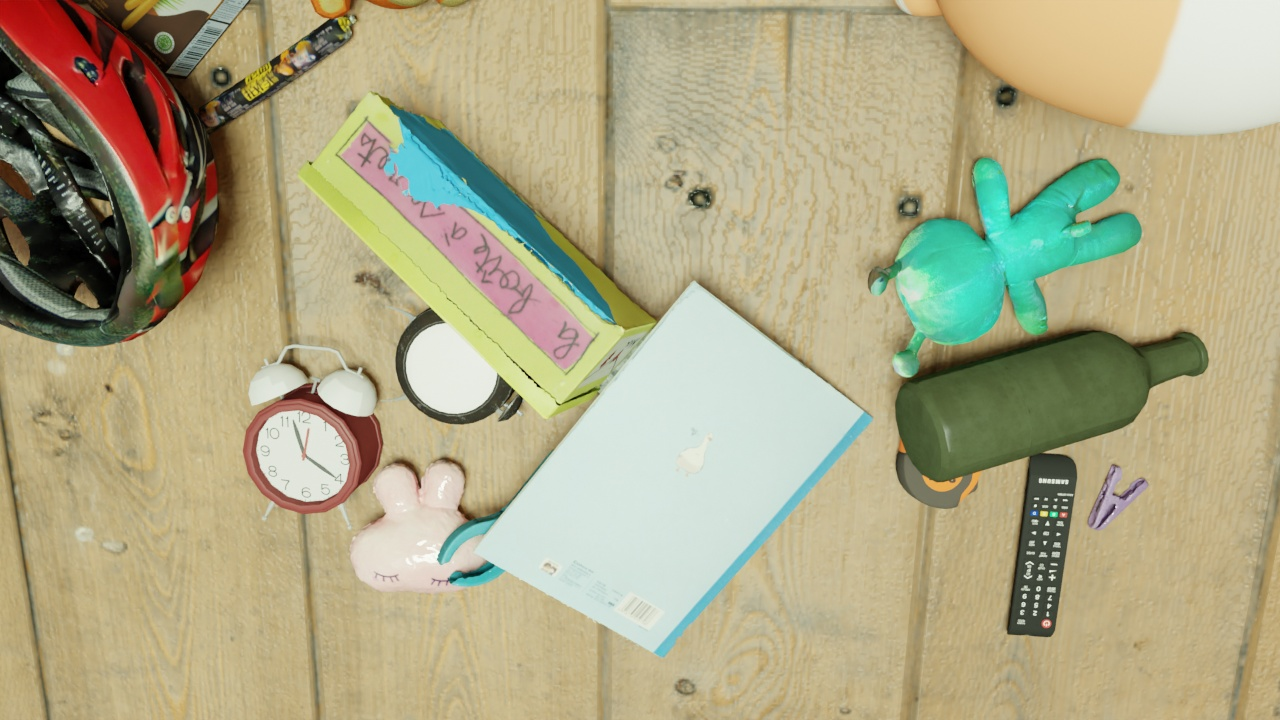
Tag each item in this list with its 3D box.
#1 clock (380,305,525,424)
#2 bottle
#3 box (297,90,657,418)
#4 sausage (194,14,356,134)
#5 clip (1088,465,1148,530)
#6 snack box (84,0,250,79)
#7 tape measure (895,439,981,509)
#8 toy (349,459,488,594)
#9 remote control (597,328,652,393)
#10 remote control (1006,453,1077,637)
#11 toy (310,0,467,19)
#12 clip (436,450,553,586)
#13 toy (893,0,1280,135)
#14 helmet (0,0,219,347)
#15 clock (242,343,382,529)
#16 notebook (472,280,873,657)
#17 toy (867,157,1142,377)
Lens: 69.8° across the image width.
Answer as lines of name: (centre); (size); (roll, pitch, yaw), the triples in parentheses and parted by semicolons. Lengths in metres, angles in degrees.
clock: (-0.129, 0.003, 0.676); (0.123, 0.043, 0.091); (8, 104, 4)
bottle: (0.281, 0.022, 0.619); (0.206, 0.071, 0.071); (-15, 102, -7)
box: (-0.101, -0.069, 0.601); (0.221, 0.124, 0.080); (41, 100, 3)
sausage: (-0.264, -0.200, 0.652); (0.155, 0.020, 0.020); (-28, 99, 11)
clip: (0.350, 0.101, 0.670); (0.045, 0.014, 0.051); (2, 101, 2)
snack box: (-0.301, -0.298, 0.626); (0.186, 0.031, 0.101); (-43, 96, 13)
tape measure: (0.216, 0.076, 0.666); (0.058, 0.038, 0.059); (3, 90, 4)
toy: (-0.169, 0.129, 0.708); (0.108, 0.053, 0.105); (-2, 91, -3)
remote control: (-0.004, 0.004, 0.672); (0.114, 0.028, 0.060); (29, 105, -2)
remote control: (0.297, 0.141, 0.683); (0.033, 0.015, 0.147); (3, 104, 5)
toy: (-0.157, -0.279, 0.587); (0.176, 0.096, 0.112); (-4, 136, 11)
clip: (-0.099, 0.119, 0.686); (0.120, 0.027, 0.103); (-31, 99, -16)
toy: (0.274, -0.256, 0.473); (0.281, 0.264, 0.263); (8, 137, 22)
helmet: (-0.388, -0.131, 0.600); (0.272, 0.166, 0.218); (41, 123, 4)
clock: (-0.249, 0.056, 0.698); (0.096, 0.048, 0.138); (5, 105, 4)
notebook: (0.026, 0.091, 0.669); (0.181, 0.009, 0.254); (36, 101, -20)
toy: (0.241, -0.067, 0.614); (0.193, 0.072, 0.130); (-27, 99, 2)
